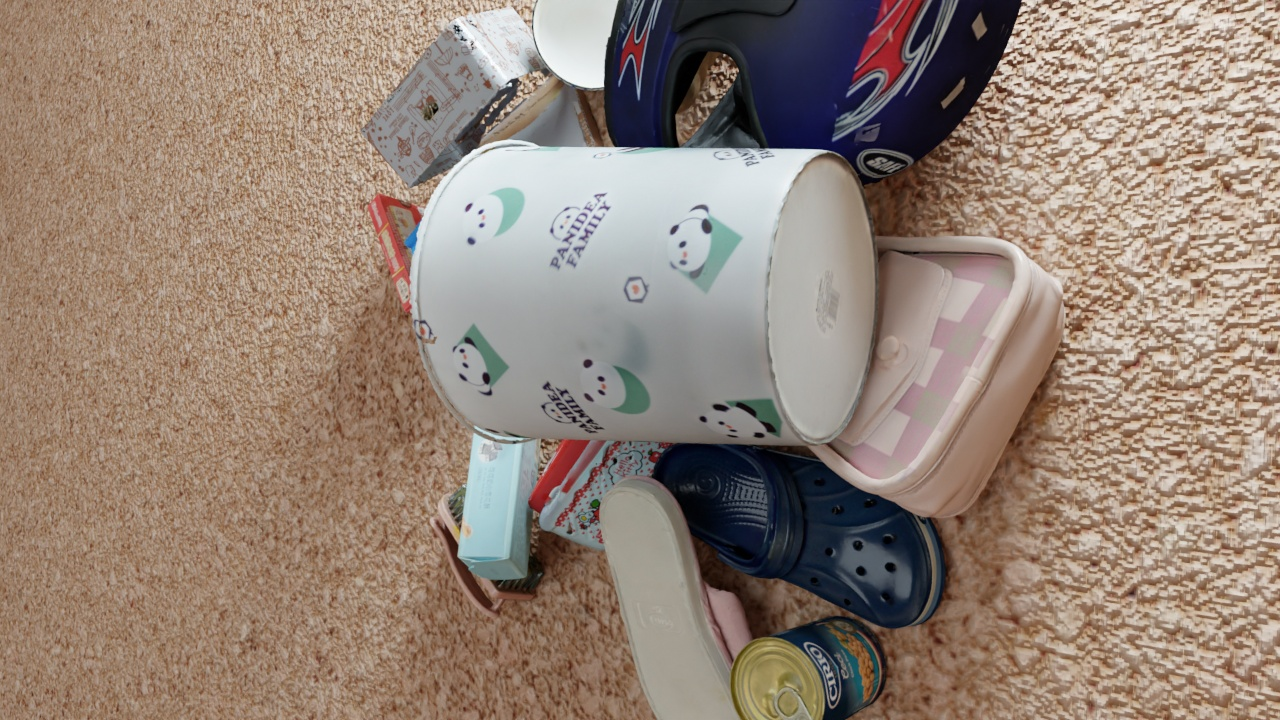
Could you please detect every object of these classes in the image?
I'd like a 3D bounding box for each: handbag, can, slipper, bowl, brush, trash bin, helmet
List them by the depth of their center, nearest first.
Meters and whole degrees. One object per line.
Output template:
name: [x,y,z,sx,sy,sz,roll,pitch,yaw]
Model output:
trash bin: [0.012,-0.044,0.633,0.252,0.229,0.229,4,87,34]
helmet: [0.131,-0.238,0.656,0.240,0.246,0.316,39,115,34]
can: [0.127,0.235,0.683,0.075,0.111,0.075,-4,84,38]
handbag: [0.171,-0.012,0.684,0.234,0.093,0.193,30,91,43]
slipper: [0.110,0.121,0.714,0.253,0.095,0.105,20,99,33]
slipper: [0.040,0.219,0.759,0.114,0.054,0.274,-14,99,43]
bowl: [-0.048,-0.323,0.900,0.066,0.116,0.116,-117,47,-78]
brush: [-0.167,0.191,0.944,0.073,0.063,0.145,-51,57,9]

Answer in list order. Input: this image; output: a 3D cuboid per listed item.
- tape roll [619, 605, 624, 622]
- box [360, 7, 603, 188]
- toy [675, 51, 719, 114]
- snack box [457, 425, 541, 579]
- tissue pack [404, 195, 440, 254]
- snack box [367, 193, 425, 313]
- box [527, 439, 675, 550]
tape roll: [0.017,0.216,0.830,0.086,0.013,0.085,-5,81,37]
box: [-0.149,-0.231,0.958,0.183,0.154,0.185,-35,97,33]
toy: [0.058,-0.324,0.805,0.226,0.082,0.143,-60,24,16]
snack box: [-0.132,0.117,0.883,0.052,0.074,0.174,-1,63,7]
tissue pack: [-0.172,-0.096,0.955,0.157,0.052,0.095,47,121,-7]
snack box: [-0.253,-0.117,1.040,0.026,0.075,0.152,-39,63,27]
box: [-0.017,0.081,0.844,0.101,0.095,0.202,32,117,-4]
